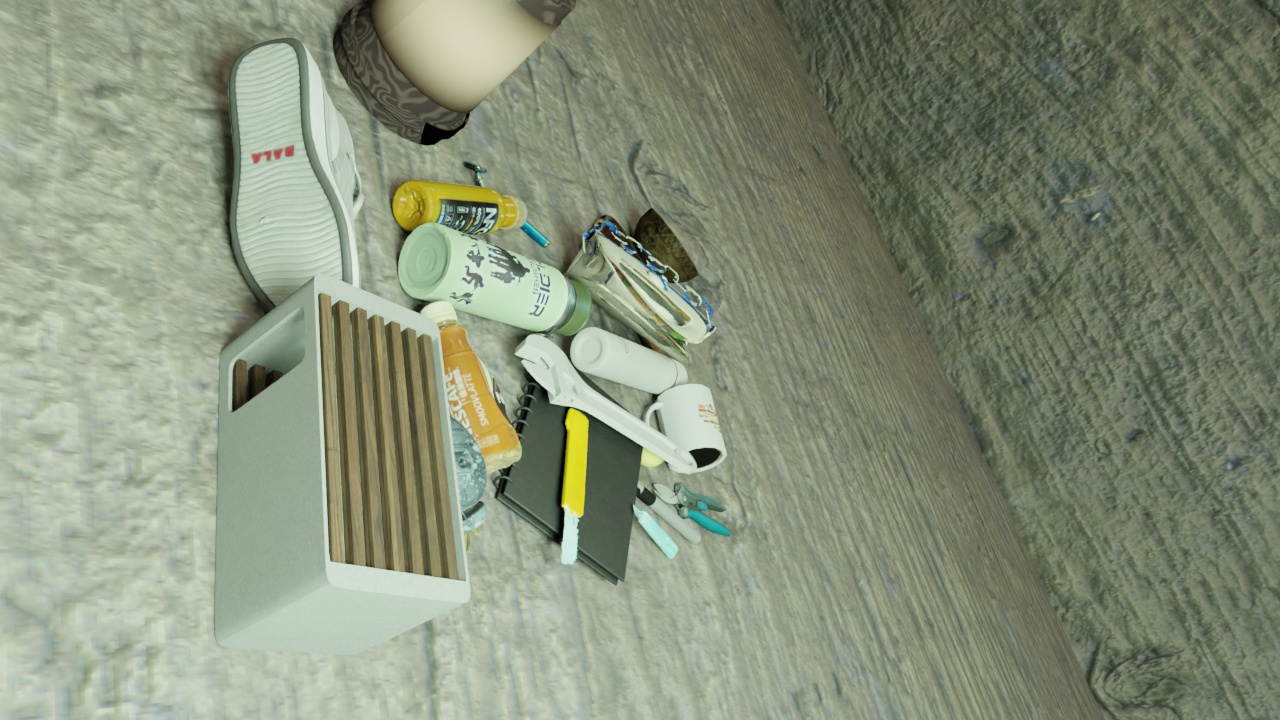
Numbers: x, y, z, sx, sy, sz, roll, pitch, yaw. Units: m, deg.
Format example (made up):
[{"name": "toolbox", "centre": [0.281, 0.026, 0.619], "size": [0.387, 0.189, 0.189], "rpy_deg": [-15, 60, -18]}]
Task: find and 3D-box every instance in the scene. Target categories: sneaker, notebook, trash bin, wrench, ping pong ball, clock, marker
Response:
[{"name": "sneaker", "centre": [-0.280, -0.134, 0.792], "size": [0.129, 0.097, 0.263], "rpy_deg": [50, 27, -76]}, {"name": "notebook", "centre": [-0.067, 0.101, 0.972], "size": [0.169, 0.019, 0.230], "rpy_deg": [41, 32, -23]}, {"name": "trash bin", "centre": [-0.214, 0.075, 0.652], "size": [0.114, 0.115, 0.228], "rpy_deg": [25, 43, -48]}, {"name": "wrench", "centre": [-0.031, 0.055, 1.022], "size": [0.273, 0.018, 0.086], "rpy_deg": [34, 24, -36]}, {"name": "ping pong ball", "centre": [0.012, 0.107, 1.095], "size": [0.040, 0.040, 0.040], "rpy_deg": [41, 33, -34]}, {"name": "clock", "centre": [-0.171, 0.104, 0.768], "size": [0.090, 0.052, 0.129], "rpy_deg": [7, 57, -58]}, {"name": "marker", "centre": [0.025, 0.175, 1.077], "size": [0.140, 0.016, 0.016], "rpy_deg": [44, 31, -29]}]

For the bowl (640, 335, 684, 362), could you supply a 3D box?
[{"name": "bowl", "centre": [0.022, -0.044, 1.272], "size": [0.114, 0.026, 0.101], "rpy_deg": [30, 53, -52]}]

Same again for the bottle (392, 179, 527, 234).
[{"name": "bottle", "centre": [-0.190, -0.165, 1.004], "size": [0.185, 0.053, 0.053], "rpy_deg": [-13, 75, -63]}]

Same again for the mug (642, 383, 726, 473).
[{"name": "mug", "centre": [0.050, 0.086, 1.160], "size": [0.105, 0.074, 0.089], "rpy_deg": [6, 54, -27]}]

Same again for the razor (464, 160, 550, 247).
[{"name": "razor", "centre": [-0.161, -0.185, 1.113], "size": [0.144, 0.022, 0.042], "rpy_deg": [46, -6, -34]}]

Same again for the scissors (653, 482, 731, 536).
[{"name": "scissors", "centre": [0.067, 0.179, 1.145], "size": [0.132, 0.019, 0.147], "rpy_deg": [56, 28, -3]}]

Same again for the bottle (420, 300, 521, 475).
[{"name": "bottle", "centre": [-0.164, 0.024, 0.852], "size": [0.059, 0.059, 0.167], "rpy_deg": [1, 62, -59]}]

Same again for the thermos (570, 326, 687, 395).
[{"name": "thermos", "centre": [-0.007, 0.007, 1.129], "size": [0.224, 0.052, 0.052], "rpy_deg": [21, 46, -61]}]

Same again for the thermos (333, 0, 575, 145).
[{"name": "thermos", "centre": [-0.196, -0.366, 0.997], "size": [0.172, 0.227, 0.172], "rpy_deg": [41, 33, -34]}]

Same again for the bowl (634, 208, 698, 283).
[{"name": "bowl", "centre": [0.028, -0.159, 1.357], "size": [0.121, 0.056, 0.121], "rpy_deg": [54, 0, -1]}]

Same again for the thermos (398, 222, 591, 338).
[{"name": "thermos", "centre": [-0.143, -0.074, 0.971], "size": [0.231, 0.082, 0.082], "rpy_deg": [16, 50, -55]}]

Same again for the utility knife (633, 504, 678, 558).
[{"name": "utility knife", "centre": [0.017, 0.189, 1.019], "size": [0.120, 0.015, 0.022], "rpy_deg": [56, 25, -49]}]

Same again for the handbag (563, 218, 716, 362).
[{"name": "handbag", "centre": [0.004, -0.080, 1.106], "size": [0.200, 0.093, 0.199], "rpy_deg": [37, 4, -16]}]

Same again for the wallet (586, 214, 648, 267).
[{"name": "wallet", "centre": [-0.028, -0.139, 1.286], "size": [0.120, 0.031, 0.099], "rpy_deg": [53, 29, -19]}]

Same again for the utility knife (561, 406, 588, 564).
[{"name": "utility knife", "centre": [-0.067, 0.119, 0.914], "size": [0.030, 0.018, 0.206], "rpy_deg": [33, 30, -25]}]
